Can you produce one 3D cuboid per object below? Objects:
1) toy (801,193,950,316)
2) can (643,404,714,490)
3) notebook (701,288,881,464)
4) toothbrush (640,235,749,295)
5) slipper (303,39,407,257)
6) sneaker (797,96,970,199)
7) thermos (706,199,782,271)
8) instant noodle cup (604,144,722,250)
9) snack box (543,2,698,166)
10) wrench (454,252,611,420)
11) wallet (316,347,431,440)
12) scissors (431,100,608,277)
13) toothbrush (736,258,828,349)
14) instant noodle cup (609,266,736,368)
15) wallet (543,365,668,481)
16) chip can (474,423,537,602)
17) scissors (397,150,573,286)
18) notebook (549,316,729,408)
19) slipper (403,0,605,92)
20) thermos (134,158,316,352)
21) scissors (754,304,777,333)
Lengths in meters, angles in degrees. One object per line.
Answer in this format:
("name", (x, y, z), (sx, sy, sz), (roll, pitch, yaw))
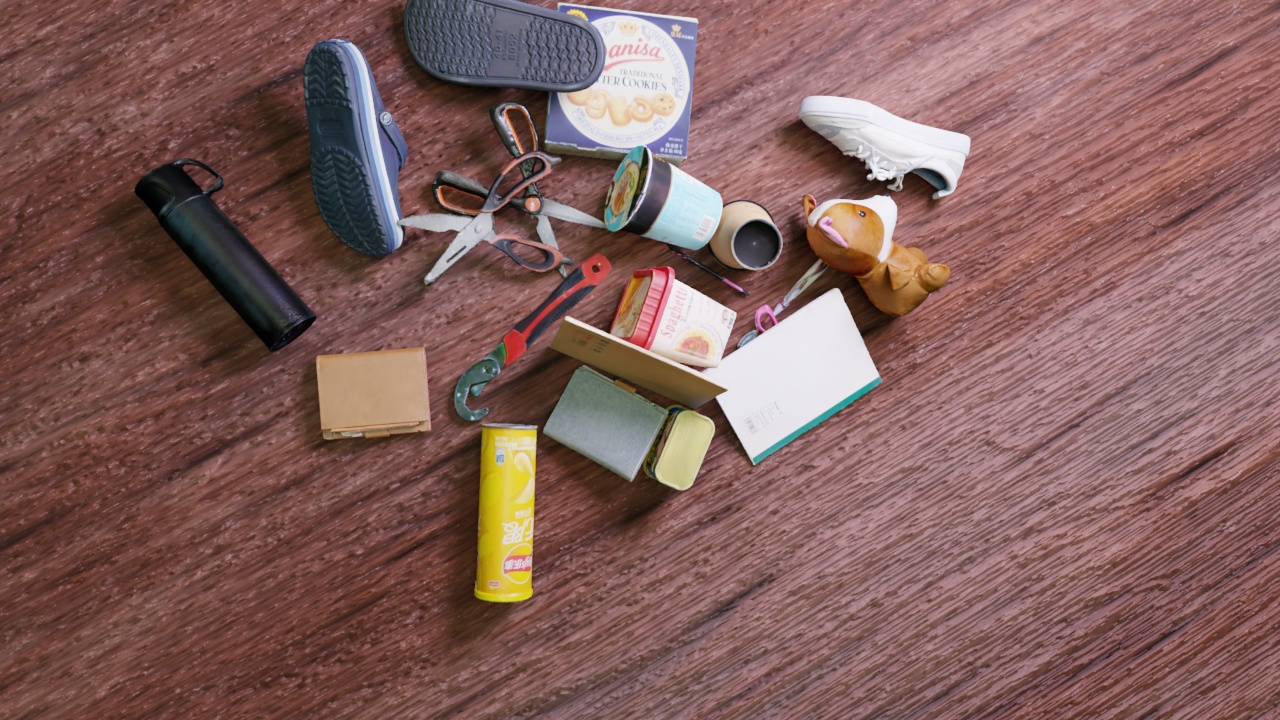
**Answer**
("toy", (0.294, -0.145, 1.167), (0.199, 0.140, 0.130), (28, 103, -12))
("can", (0.049, 0.109, 1.156), (0.057, 0.083, 0.102), (23, 87, -7))
("notebook", (0.201, 0.022, 1.197), (0.209, 0.012, 0.150), (-32, 108, -6))
("toothbrush", (0.061, -0.132, 1.194), (0.189, 0.014, 0.018), (32, 96, -7))
("slipper", (-0.336, -0.253, 1.104), (0.105, 0.095, 0.253), (3, 110, 33))
("sneaker", (0.310, -0.273, 1.196), (0.242, 0.089, 0.091), (13, 92, -14))
("thermos", (0.133, -0.152, 1.145), (0.093, 0.143, 0.093), (0, 102, -2))
("instant noodle cup", (0.033, -0.194, 1.143), (0.120, 0.111, 0.111), (18, 87, -26))
("snack box", (-0.026, -0.349, 1.166), (0.178, 0.046, 0.182), (5, 90, -6))
("wrench", (-0.139, -0.034, 1.165), (0.056, 0.016, 0.273), (43, 85, -7))
("wallet", (-0.328, 0.041, 1.132), (0.131, 0.031, 0.108), (-5, 88, -7))
("scissors", (-0.150, -0.212, 1.142), (0.221, 0.021, 0.232), (-1, 108, 1))
("toothbrush", (0.195, -0.081, 1.209), (0.187, 0.017, 0.016), (-45, 94, -5))
("instant noodle cup", (0.041, -0.046, 1.148), (0.124, 0.117, 0.116), (21, 87, -20))
("wallet", (-0.043, 0.076, 1.163), (0.130, 0.037, 0.106), (28, 85, 9))
("chip can", (-0.165, 0.185, 1.134), (0.072, 0.072, 0.213), (3, 89, -8))
("scissors", (-0.180, -0.170, 1.119), (0.223, 0.015, 0.189), (9, 105, -20))
("notebook", (-0.007, 0.007, 1.119), (0.207, 0.148, 0.008), (23, 74, -7))
("slipper", (-0.162, -0.387, 1.129), (0.268, 0.083, 0.111), (15, 108, 13))
("thermos", (-0.484, -0.130, 1.091), (0.090, 0.068, 0.242), (-39, 95, -1))
("scissors", (0.201, -0.023, 1.204), (0.134, 0.017, 0.133), (-35, 107, -11))
